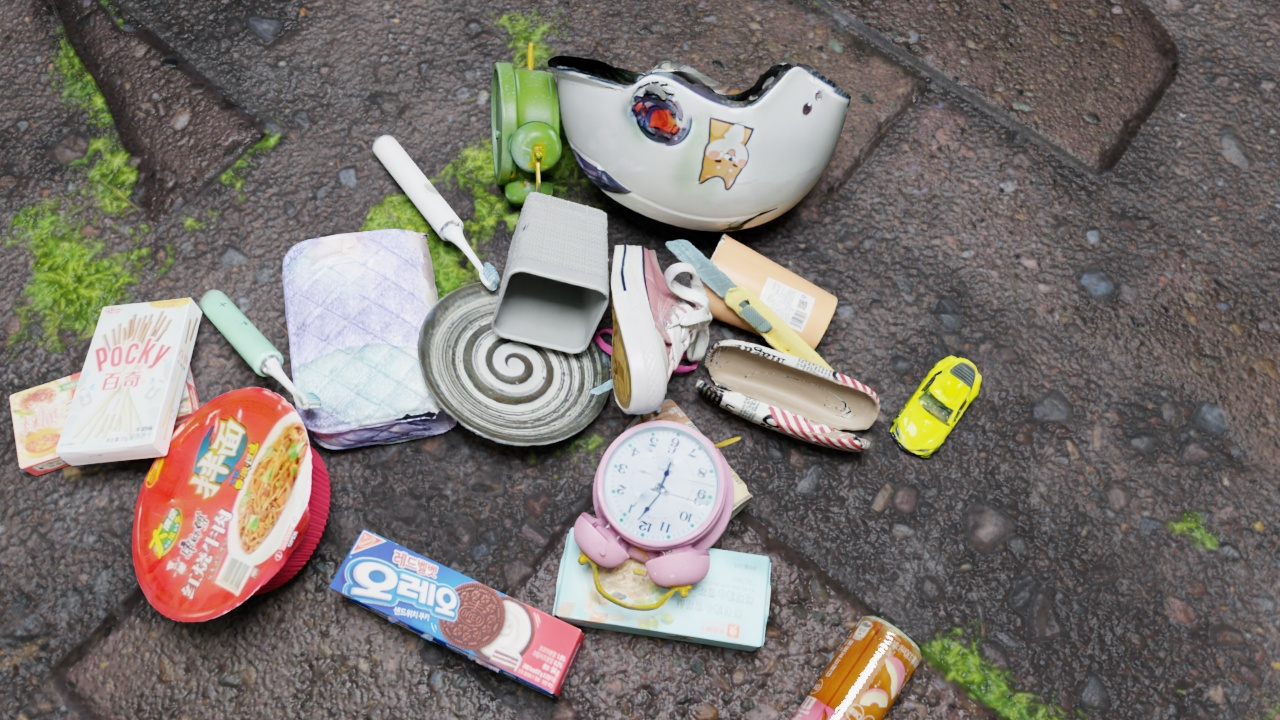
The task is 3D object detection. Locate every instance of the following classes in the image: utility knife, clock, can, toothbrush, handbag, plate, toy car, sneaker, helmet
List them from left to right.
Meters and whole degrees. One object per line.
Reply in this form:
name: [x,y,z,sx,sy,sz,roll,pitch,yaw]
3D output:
toothbrush: [-0.338,-0.010,0.806,0.224,0.027,0.026,33,114,40]
handbag: [-0.247,-0.021,0.838,0.134,0.076,0.193,-9,71,-9]
toothbrush: [-0.198,-0.144,0.893,0.026,0.026,0.221,-15,55,-42]
plate: [-0.113,0.003,0.834,0.179,0.024,0.179,11,53,-15]
clock: [-0.112,-0.215,0.893,0.056,0.116,0.161,-3,66,-13]
clock: [0.011,0.121,0.736,0.117,0.060,0.158,17,75,9]
sneaker: [0.018,-0.036,0.791,0.088,0.118,0.240,0,29,-2]
can: [0.040,0.093,0.805,0.058,0.059,0.116,-37,74,-14]
helmet: [0.052,-0.201,0.856,0.274,0.229,0.157,1,110,1]
utility knife: [0.108,-0.037,0.826,0.220,0.031,0.022,44,29,-10]
can: [0.164,0.279,0.736,0.058,0.058,0.147,37,73,12]
toy car: [0.273,0.041,0.843,0.048,0.032,0.105,37,75,12]

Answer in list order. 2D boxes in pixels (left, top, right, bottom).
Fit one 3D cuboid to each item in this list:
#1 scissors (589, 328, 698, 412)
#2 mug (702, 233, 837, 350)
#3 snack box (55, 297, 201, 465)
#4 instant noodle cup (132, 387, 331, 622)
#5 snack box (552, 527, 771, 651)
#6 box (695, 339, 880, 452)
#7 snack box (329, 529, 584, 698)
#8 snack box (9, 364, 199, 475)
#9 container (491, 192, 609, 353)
scissors: [-0.006,0.004,0.833,0.130,0.017,0.133,34,37,27]
mug: [0.117,-0.058,0.858,0.123,0.078,0.078,25,71,4]
snack box: [-0.447,0.016,0.808,0.085,0.027,0.156,-6,56,1]
instant noodle cup: [-0.328,0.123,0.762,0.194,0.066,0.193,-11,64,24]
snack box: [0.019,0.193,0.771,0.175,0.052,0.074,8,68,3]
box: [0.135,0.026,0.830,0.163,0.075,0.083,18,83,8]
snack box: [-0.152,0.210,0.760,0.207,0.057,0.058,22,67,8]
snack box: [-0.486,0.043,0.836,0.153,0.025,0.075,-19,70,-8]
container: [-0.079,-0.083,0.838,0.090,0.090,0.114,14,49,-14]
